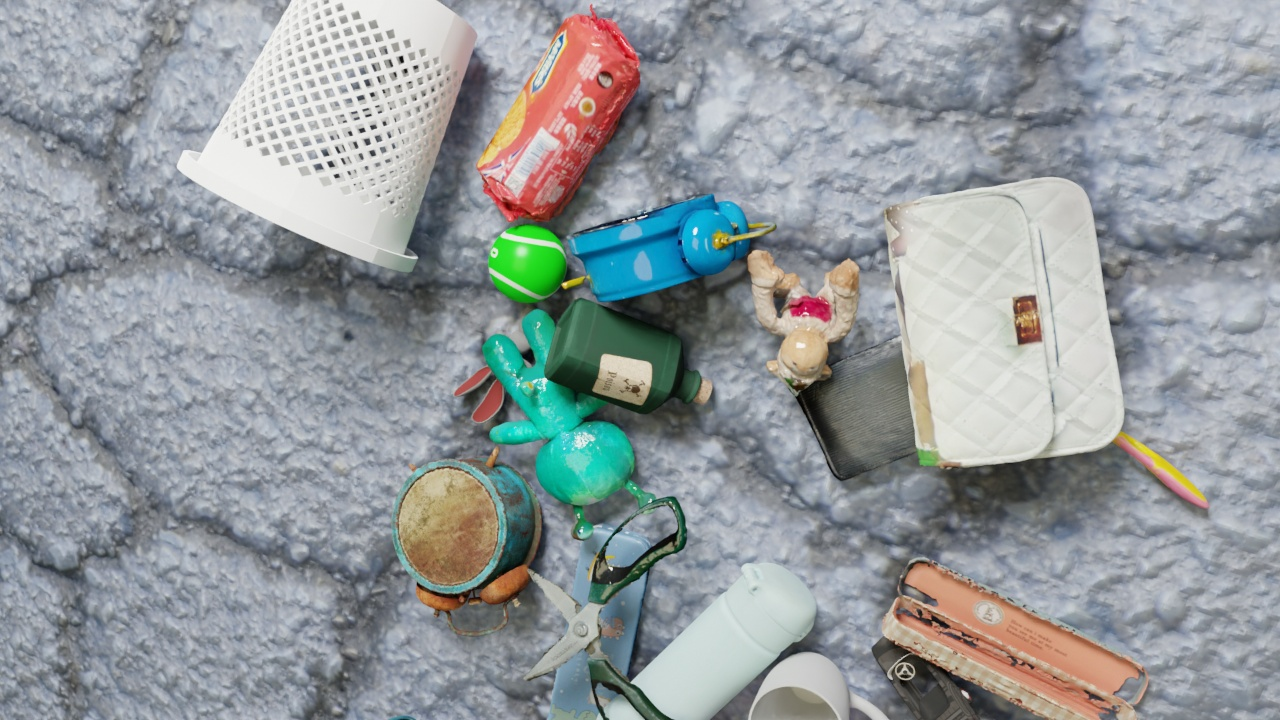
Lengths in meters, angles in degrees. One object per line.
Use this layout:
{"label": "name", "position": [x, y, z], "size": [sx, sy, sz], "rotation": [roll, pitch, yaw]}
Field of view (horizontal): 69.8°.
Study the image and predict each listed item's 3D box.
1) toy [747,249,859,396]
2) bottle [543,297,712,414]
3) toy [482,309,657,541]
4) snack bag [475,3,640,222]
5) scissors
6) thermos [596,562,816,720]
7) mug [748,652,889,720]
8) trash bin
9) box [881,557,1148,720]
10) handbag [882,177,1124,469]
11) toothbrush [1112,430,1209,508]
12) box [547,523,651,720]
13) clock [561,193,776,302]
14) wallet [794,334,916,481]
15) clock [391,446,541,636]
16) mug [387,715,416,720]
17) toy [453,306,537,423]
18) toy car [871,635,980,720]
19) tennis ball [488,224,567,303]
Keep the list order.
{"label": "toy", "position": [0.117, -0.026, 0.691], "size": [0.085, 0.074, 0.106], "rotation": [8, 94, 10]}
{"label": "bottle", "position": [-0.004, 0.004, 0.733], "size": [0.131, 0.061, 0.061], "rotation": [21, 62, -15]}
{"label": "toy", "position": [-0.064, 0.055, 0.763], "size": [0.131, 0.072, 0.193], "rotation": [-29, 92, 10]}
{"label": "snack bag", "position": [-0.063, -0.190, 0.737], "size": [0.082, 0.082, 0.177], "rotation": [40, 107, 10]}
{"label": "scissors", "position": [-0.005, 0.221, 0.730], "size": [0.202, 0.015, 0.202], "rotation": [-45, 74, 14]}
{"label": "thermos", "position": [0.054, 0.250, 0.748], "size": [0.078, 0.065, 0.207], "rotation": [38, 104, -20]}
{"label": "mug", "position": [0.146, 0.271, 0.712], "size": [0.107, 0.089, 0.071], "rotation": [13, 101, 17]}
{"label": "trash bin", "position": [-0.236, -0.205, 0.746], "size": [0.195, 0.195, 0.199], "rotation": [28, 95, 14]}
{"label": "box", "position": [0.278, 0.215, 0.684], "size": [0.187, 0.085, 0.048], "rotation": [24, 136, 13]}
{"label": "handbag", "position": [0.250, -0.027, 0.636], "size": [0.139, 0.072, 0.195], "rotation": [-9, 86, 15]}
{"label": "toothbrush", "position": [0.345, 0.060, 0.653], "size": [0.135, 0.021, 0.016], "rotation": [37, 121, 13]}
{"label": "box", "position": [-0.037, 0.247, 0.803], "size": [0.066, 0.037, 0.209], "rotation": [14, 101, 14]}
{"label": "clock", "position": [0.023, -0.089, 0.696], "size": [0.162, 0.116, 0.060], "rotation": [-10, 100, 23]}
{"label": "wallet", "position": [0.182, 0.035, 0.704], "size": [0.115, 0.026, 0.089], "rotation": [-27, 86, 20]}
{"label": "clock", "position": [-0.148, 0.162, 0.809], "size": [0.121, 0.073, 0.157], "rotation": [-12, 81, 20]}
{"label": "mug", "position": [-0.212, 0.384, 0.844], "size": [0.085, 0.104, 0.112], "rotation": [-27, 85, 20]}
{"label": "toy", "position": [-0.119, 0.002, 0.802], "size": [0.049, 0.030, 0.112], "rotation": [48, 110, 23]}
{"label": "toy car", "position": [0.214, 0.246, 0.699], "size": [0.040, 0.037, 0.092], "rotation": [-51, 47, 19]}
{"label": "tennis ball", "position": [-0.094, -0.081, 0.764], "size": [0.065, 0.065, 0.065], "rotation": [2, 97, 19]}
